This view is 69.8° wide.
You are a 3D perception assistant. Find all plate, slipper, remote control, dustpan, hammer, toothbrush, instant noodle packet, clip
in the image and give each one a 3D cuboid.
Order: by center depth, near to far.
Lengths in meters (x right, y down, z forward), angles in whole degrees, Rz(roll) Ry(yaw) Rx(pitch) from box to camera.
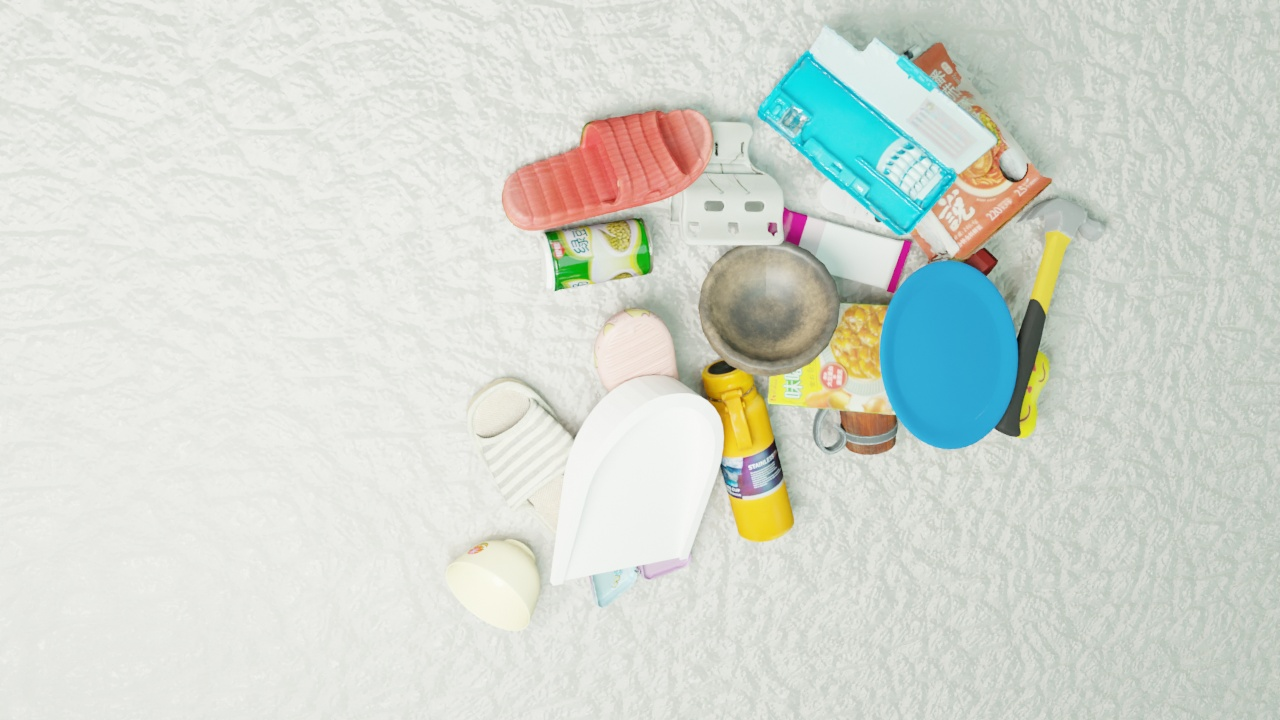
[{"bbox_3d":[-0.034,-0.214,0.999,0.248,0.059,0.103,-22,74,-6],"label":"slipper"},{"bbox_3d":[0.006,0.146,1.070,0.191,0.053,0.258,-4,114,-31],"label":"dustpan"},{"bbox_3d":[0.096,-0.200,1.070,0.126,0.105,0.151,-2,75,-16],"label":"clip"},{"bbox_3d":[-0.006,0.006,1.089,0.093,0.081,0.197,-24,135,-6],"label":"slipper"},{"bbox_3d":[0.257,-0.322,1.093,0.186,0.012,0.017,-36,109,-3],"label":"toothbrush"},{"bbox_3d":[0.366,-0.006,1.100,0.224,0.024,0.224,1,89,-28],"label":"plate"},{"bbox_3d":[-0.112,0.141,1.112,0.114,0.054,0.273,-31,115,0],"label":"slipper"},{"bbox_3d":[0.368,-0.253,1.123,0.164,0.084,0.221,-40,100,-8],"label":"instant noodle packet"},{"bbox_3d":[0.281,-0.194,1.138,0.136,0.013,0.043,13,102,-19],"label":"remote control"},{"bbox_3d":[0.509,-0.059,1.179,0.127,0.029,0.323,24,79,-22],"label":"hammer"}]

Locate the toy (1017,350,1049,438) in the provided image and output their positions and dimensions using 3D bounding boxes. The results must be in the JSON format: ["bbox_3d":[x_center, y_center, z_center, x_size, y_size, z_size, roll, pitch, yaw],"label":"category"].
[{"bbox_3d":[0.452,0.019,1.211,0.193,0.088,0.134,26,75,-24],"label":"toy"}]

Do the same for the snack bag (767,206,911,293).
[{"bbox_3d":[0.244,-0.138,1.143,0.196,0.016,0.070,11,105,-18],"label":"snack bag"}]

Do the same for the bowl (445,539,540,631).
[{"bbox_3d":[-0.166,0.260,1.114,0.118,0.118,0.073,58,44,-22],"label":"bowl"}]

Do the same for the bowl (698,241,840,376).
[{"bbox_3d":[0.149,-0.056,1.082,0.162,0.070,0.162,-1,73,3],"label":"bowl"}]

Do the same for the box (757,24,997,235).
[{"bbox_3d":[0.266,-0.270,1.036,0.227,0.086,0.169,40,128,0],"label":"box"}]

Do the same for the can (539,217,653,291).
[{"bbox_3d":[-0.051,-0.120,1.039,0.121,0.067,0.067,-11,109,-12],"label":"can"}]

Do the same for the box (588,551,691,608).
[{"bbox_3d":[-0.011,0.196,1.138,0.151,0.041,0.214,-23,122,-27],"label":"box"}]

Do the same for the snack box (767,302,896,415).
[{"bbox_3d":[0.245,-0.005,1.120,0.168,0.027,0.132,4,86,11],"label":"snack box"}]

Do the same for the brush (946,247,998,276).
[{"bbox_3d":[0.372,-0.081,1.165,0.173,0.082,0.042,-40,75,-1],"label":"brush"}]

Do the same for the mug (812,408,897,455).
[{"bbox_3d":[0.275,0.062,1.180,0.117,0.081,0.111,-15,113,-11],"label":"mug"}]

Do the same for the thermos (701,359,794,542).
[{"bbox_3d":[0.137,0.113,1.149,0.076,0.091,0.233,-24,112,-22],"label":"thermos"}]
